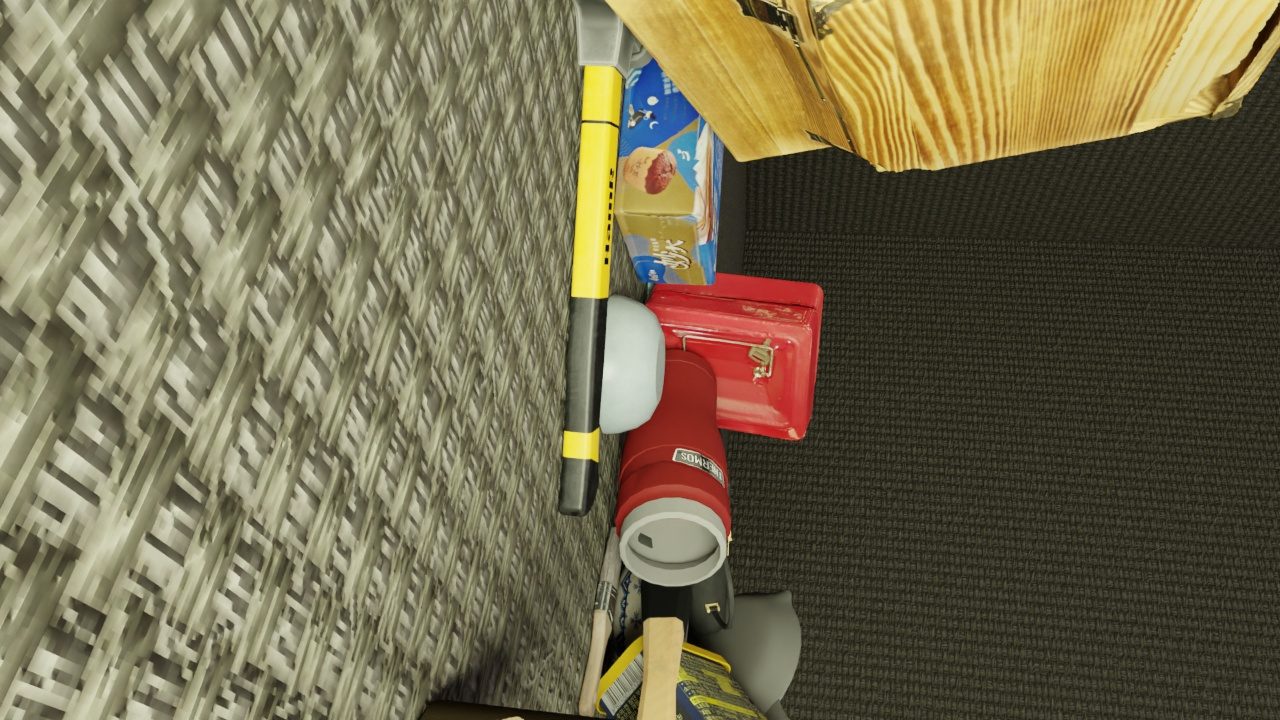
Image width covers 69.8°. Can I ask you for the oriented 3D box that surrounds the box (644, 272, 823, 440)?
[{"bbox_3d":[0.085,-0.010,0.839,0.097,0.158,0.130,-61,155,-48],"label":"box"}]

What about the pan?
[{"bbox_3d":[0.089,0.297,0.823,0.024,0.216,0.355,54,-16,-19],"label":"pan"}]

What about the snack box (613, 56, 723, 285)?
[{"bbox_3d":[0.030,-0.183,0.753,0.155,0.069,0.202,64,30,-74],"label":"snack box"}]

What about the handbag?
[{"bbox_3d":[0.059,0.173,0.872,0.195,0.072,0.176,-115,-158,-63],"label":"handbag"}]

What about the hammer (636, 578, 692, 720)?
[{"bbox_3d":[0.016,0.203,0.654,0.327,0.131,0.039,-80,165,-63],"label":"hammer"}]

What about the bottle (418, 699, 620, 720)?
[{"bbox_3d":[0.009,0.157,0.333,0.045,0.184,0.045,5,89,-82],"label":"bottle"}]

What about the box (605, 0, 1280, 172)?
[{"bbox_3d":[0.170,-0.256,0.516,0.279,0.337,0.286,17,71,-70],"label":"box"}]

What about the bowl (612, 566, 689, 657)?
[{"bbox_3d":[0.009,0.221,0.805,0.115,0.059,0.115,5,89,-82],"label":"bowl"}]

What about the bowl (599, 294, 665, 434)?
[{"bbox_3d":[-0.004,0.004,0.693,0.106,0.039,0.106,5,89,-82],"label":"bowl"}]

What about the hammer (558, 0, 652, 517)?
[{"bbox_3d":[-0.029,-0.067,0.540,0.169,0.034,0.324,-31,125,-79],"label":"hammer"}]

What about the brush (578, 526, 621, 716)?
[{"bbox_3d":[-0.028,0.195,0.699,0.039,0.012,0.150,82,15,-51],"label":"brush"}]

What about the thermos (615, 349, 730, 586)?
[{"bbox_3d":[0.020,0.086,0.735,0.108,0.084,0.198,-51,-160,30],"label":"thermos"}]

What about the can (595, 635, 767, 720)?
[{"bbox_3d":[0.044,0.282,0.705,0.075,0.104,0.135,-49,137,3],"label":"can"}]

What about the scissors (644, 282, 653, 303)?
[{"bbox_3d":[0.013,-0.067,0.873,0.095,0.015,0.142,-52,150,-74],"label":"scissors"}]
